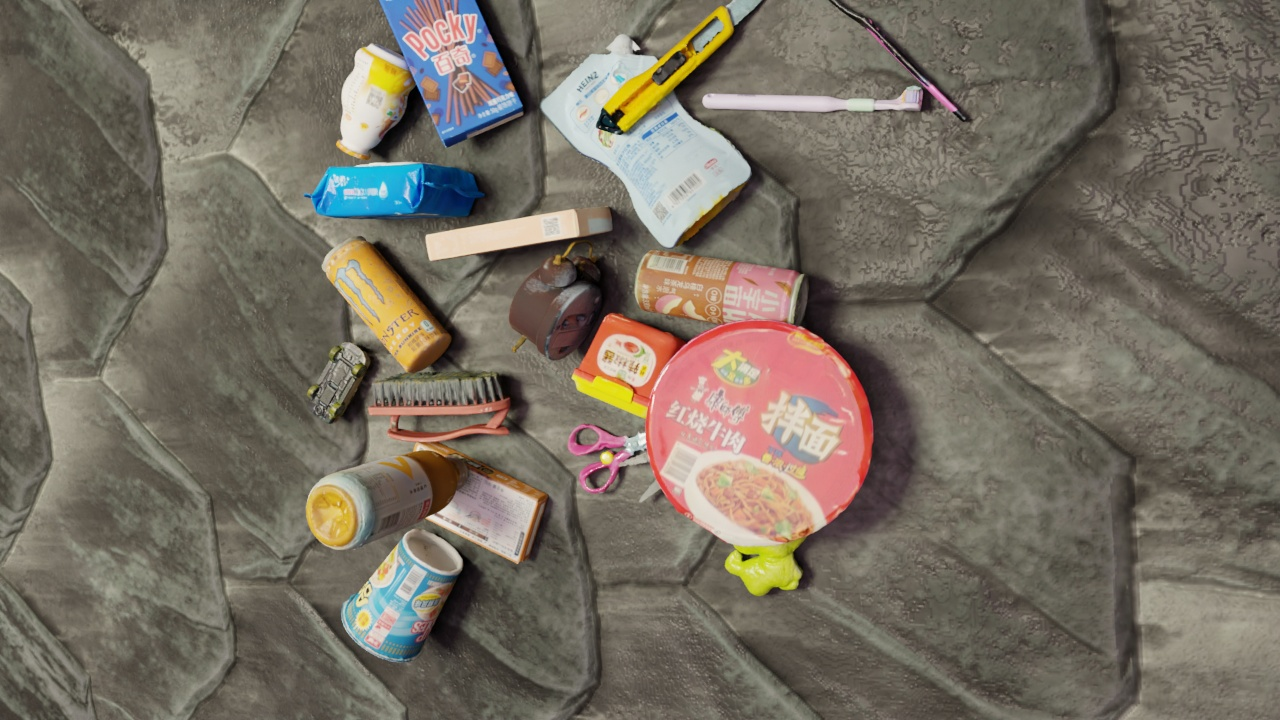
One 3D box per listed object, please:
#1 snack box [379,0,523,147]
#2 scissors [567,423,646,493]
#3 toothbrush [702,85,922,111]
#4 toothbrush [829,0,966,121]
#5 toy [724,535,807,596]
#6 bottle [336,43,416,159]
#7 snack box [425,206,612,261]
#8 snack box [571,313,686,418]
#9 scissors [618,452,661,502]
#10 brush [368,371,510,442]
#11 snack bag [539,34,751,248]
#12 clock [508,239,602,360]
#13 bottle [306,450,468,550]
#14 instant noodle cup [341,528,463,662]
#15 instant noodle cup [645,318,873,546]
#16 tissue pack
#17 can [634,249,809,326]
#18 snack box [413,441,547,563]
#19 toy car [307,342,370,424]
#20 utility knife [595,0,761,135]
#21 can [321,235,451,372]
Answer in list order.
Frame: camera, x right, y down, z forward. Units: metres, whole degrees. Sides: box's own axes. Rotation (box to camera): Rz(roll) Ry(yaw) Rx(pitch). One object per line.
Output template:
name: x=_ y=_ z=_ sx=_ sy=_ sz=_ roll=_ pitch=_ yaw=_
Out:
snack box: x=-0.182 y=-0.294 z=0.882 sx=0.084 sy=0.026 sz=0.157 roll=-24 pitch=89 yaw=-4
scissors: x=-0.011 y=0.073 z=0.894 sx=0.138 sy=0.017 sz=0.077 roll=-30 pitch=79 yaw=17
toothbrush: x=0.144 y=-0.224 z=0.790 sx=0.189 sy=0.029 sz=0.021 roll=6 pitch=137 yaw=21
toothbrush: x=0.205 y=-0.267 z=0.765 sx=0.018 sy=0.014 sz=0.189 roll=-44 pitch=82 yaw=8
toy: x=0.117 y=0.167 z=0.848 sx=0.097 sy=0.031 sz=0.100 roll=-19 pitch=91 yaw=24
bottle: x=-0.268 y=-0.257 z=0.917 sx=0.063 sy=0.063 sz=0.108 roll=33 pitch=107 yaw=14
snack box: x=-0.114 y=-0.120 z=0.867 sx=0.157 sy=0.084 sz=0.026 roll=-6 pitch=98 yaw=21
snack box: x=-0.005 y=0.005 z=0.851 sx=0.091 sy=0.082 sz=0.080 roll=22 pitch=91 yaw=16
scissors: x=0.065 y=0.073 z=0.861 sx=0.159 sy=0.014 sz=0.171 roll=16 pitch=101 yaw=16
brush: x=-0.199 y=0.048 z=0.935 sx=0.146 sy=0.063 sz=0.069 roll=-2 pitch=100 yaw=19
snack bag: x=0.004 y=-0.202 z=0.836 sx=0.110 sy=0.038 sz=0.191 roll=-43 pitch=80 yaw=19
clock: x=-0.075 y=-0.058 z=0.863 sx=0.055 sy=0.081 sz=0.122 roll=34 pitch=110 yaw=20
bottle: x=-0.227 y=0.123 z=0.857 sx=0.068 sy=0.189 sz=0.068 roll=2 pitch=96 yaw=21
instant noodle cup: x=-0.245 y=0.242 z=0.966 sx=0.099 sy=0.099 sz=0.110 roll=37 pitch=101 yaw=12
instant noodle cup: x=0.103 y=0.060 z=0.802 sx=0.194 sy=0.065 sz=0.194 roll=0 pitch=92 yaw=11
tissue pack: x=-0.243 y=-0.167 z=0.905 sx=0.157 sy=0.094 sz=0.052 roll=2 pitch=97 yaw=22
can: x=0.072 y=-0.061 z=0.819 sx=0.147 sy=0.057 sz=0.058 roll=11 pitch=101 yaw=19
snack box: x=-0.176 y=0.145 z=0.958 sx=0.154 sy=0.026 sz=0.075 roll=22 pitch=104 yaw=16
toy car: x=-0.324 y=0.023 z=0.992 sx=0.042 sy=0.035 sz=0.090 roll=34 pitch=102 yaw=12
utility knife: x=0.035 y=-0.267 z=0.806 sx=0.193 sy=0.015 sz=0.033 roll=-41 pitch=84 yaw=6
can: x=-0.261 y=-0.057 z=0.945 sx=0.058 sy=0.058 sz=0.146 roll=-45 pitch=81 yaw=20
